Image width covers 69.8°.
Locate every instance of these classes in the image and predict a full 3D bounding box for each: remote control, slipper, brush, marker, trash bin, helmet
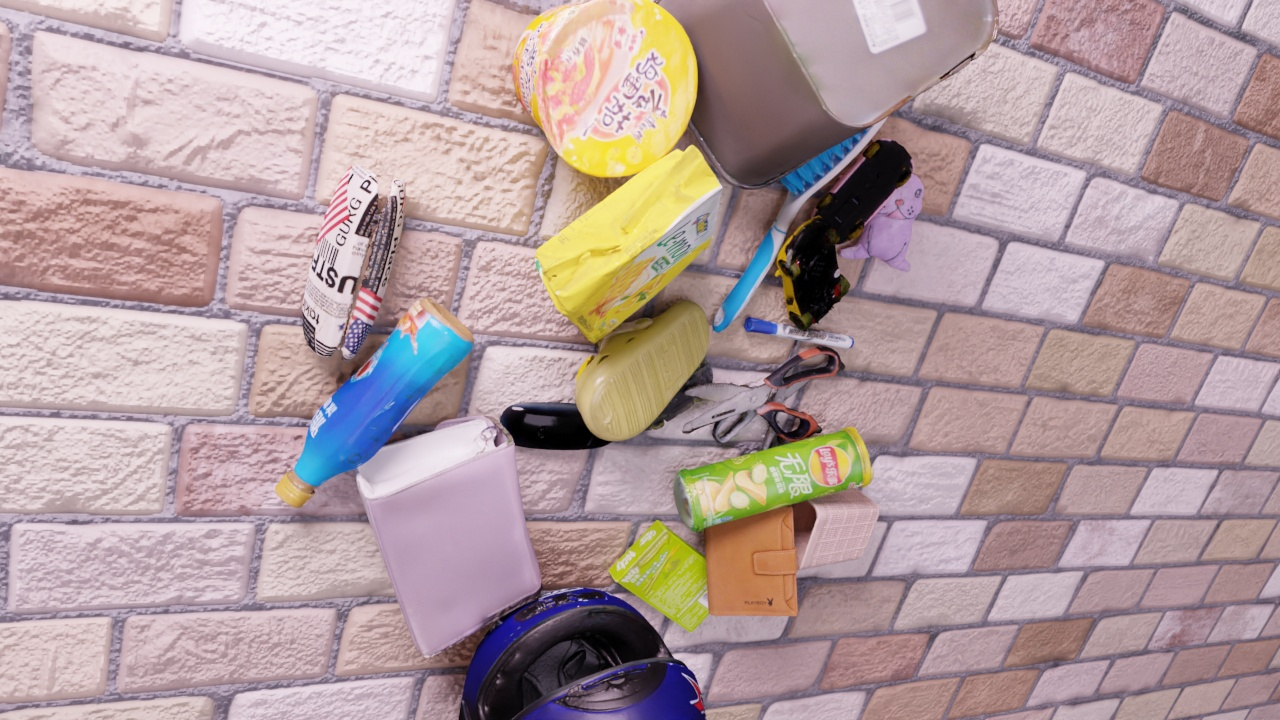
[{"bbox_3d":[-0.078,0.069,0.939,0.136,0.024,0.053,4,113,-29],"label":"remote control"},{"bbox_3d":[-0.005,0.005,0.914,0.190,0.082,0.092,-41,128,-37],"label":"slipper"},{"bbox_3d":[0.151,-0.171,0.921,0.315,0.060,0.109,-49,129,6],"label":"brush"},{"bbox_3d":[0.179,-0.030,1.022,0.145,0.017,0.017,9,110,-28],"label":"marker"},{"bbox_3d":[0.141,-0.262,0.730,0.199,0.220,0.198,-35,103,-7],"label":"trash bin"},{"bbox_3d":[-0.067,0.355,0.946,0.246,0.240,0.316,-13,140,-23],"label":"helmet"}]

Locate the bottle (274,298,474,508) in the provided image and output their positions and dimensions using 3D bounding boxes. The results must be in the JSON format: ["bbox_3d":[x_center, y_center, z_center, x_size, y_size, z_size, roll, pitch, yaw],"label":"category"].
[{"bbox_3d":[-0.241,0.042,0.816,0.218,0.065,0.065,-47,126,1],"label":"bottle"}]

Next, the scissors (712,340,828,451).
[{"bbox_3d":[0.157,0.052,1.059,0.180,0.014,0.159,-23,123,-17],"label":"scissors"}]

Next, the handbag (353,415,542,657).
[{"bbox_3d":[-0.181,0.165,0.890,0.144,0.098,0.197,-18,120,-17],"label":"handbag"}]

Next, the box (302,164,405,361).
[{"bbox_3d":[-0.226,-0.075,0.765,0.080,0.075,0.164,10,107,-41],"label":"box"}]

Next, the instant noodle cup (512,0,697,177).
[{"bbox_3d":[-0.037,-0.232,0.754,0.137,0.110,0.138,-12,120,-22],"label":"instant noodle cup"}]

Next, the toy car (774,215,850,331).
[{"bbox_3d":[0.177,-0.092,0.957,0.071,0.041,0.156,-42,145,-11],"label":"toy car"}]

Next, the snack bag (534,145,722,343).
[{"bbox_3d":[-0.011,-0.096,0.787,0.158,0.246,0.068,-41,86,-1],"label":"snack bag"}]

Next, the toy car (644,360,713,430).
[{"bbox_3d":[0.032,0.033,0.974,0.105,0.032,0.048,-30,126,-25],"label":"toy car"}]

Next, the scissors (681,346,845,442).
[{"bbox_3d":[0.144,0.043,1.027,0.189,0.015,0.221,-49,129,-4],"label":"scissors"}]

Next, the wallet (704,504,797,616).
[{"bbox_3d":[0.129,0.233,1.072,0.108,0.031,0.132,-2,95,12],"label":"wallet"}]

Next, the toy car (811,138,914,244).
[{"bbox_3d":[0.231,-0.176,0.959,0.056,0.037,0.122,41,97,-9],"label":"toy car"}]

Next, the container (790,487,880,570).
[{"bbox_3d":[0.220,0.195,1.119,0.110,0.090,0.090,2,113,-31],"label":"container"}]

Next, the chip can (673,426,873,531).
[{"bbox_3d":[0.147,0.134,1.038,0.221,0.072,0.073,-14,120,-9],"label":"chip can"}]

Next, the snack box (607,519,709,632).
[{"bbox_3d":[0.041,0.260,1.096,0.086,0.026,0.156,-47,126,1],"label":"snack box"}]

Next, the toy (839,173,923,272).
[{"bbox_3d":[0.267,-0.154,0.995,0.084,0.039,0.108,9,113,-8],"label":"toy"}]
